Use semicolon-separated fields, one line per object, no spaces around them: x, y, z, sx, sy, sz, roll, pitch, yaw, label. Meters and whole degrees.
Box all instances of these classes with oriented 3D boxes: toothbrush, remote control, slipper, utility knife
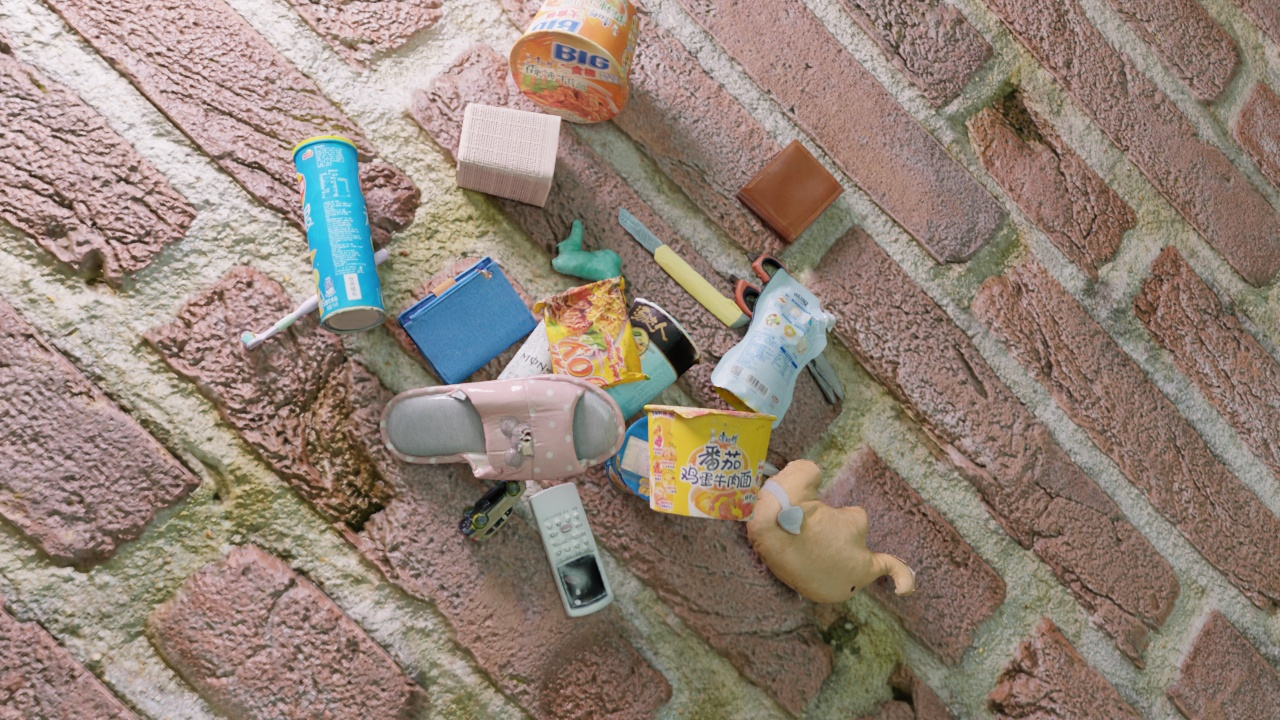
-0.363;-0.072;1.032;0.188;0.029;0.021;-39;132;-22;toothbrush
-0.080;0.217;1.056;0.058;0.021;0.150;-18;84;-19;remote control
-0.153;0.073;0.989;0.274;0.054;0.114;0;100;8;slipper
0.052;-0.115;1.165;0.219;0.022;0.031;42;89;-11;utility knife

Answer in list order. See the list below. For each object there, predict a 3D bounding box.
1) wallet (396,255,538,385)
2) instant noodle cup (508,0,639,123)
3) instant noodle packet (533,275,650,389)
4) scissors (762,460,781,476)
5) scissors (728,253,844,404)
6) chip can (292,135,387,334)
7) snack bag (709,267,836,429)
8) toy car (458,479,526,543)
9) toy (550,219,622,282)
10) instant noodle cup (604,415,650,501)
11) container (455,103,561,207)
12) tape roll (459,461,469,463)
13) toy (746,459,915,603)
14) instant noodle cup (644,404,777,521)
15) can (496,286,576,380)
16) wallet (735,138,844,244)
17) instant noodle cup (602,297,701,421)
-0.200;-0.045;1.066;0.132;0.040;0.106;-39;100;-20;wallet
-0.072;-0.383;1.123;0.151;0.152;0.111;23;65;-11;instant noodle cup
-0.056;-0.021;1.023;0.111;0.044;0.128;-15;78;7;instant noodle packet
0.099;0.096;1.137;0.179;0.019;0.170;-1;80;-18;scissors
0.191;-0.034;1.194;0.192;0.015;0.206;8;76;-17;scissors
-0.333;-0.139;1.013;0.071;0.071;0.210;-9;75;-19;chip can
0.171;-0.016;1.156;0.110;0.039;0.190;34;68;-3;snack bag
-0.163;0.164;1.031;0.090;0.042;0.035;-47;116;-15;toy car
-0.065;-0.125;1.128;0.092;0.030;0.096;11;70;-17;toy
0.007;0.117;1.056;0.099;0.110;0.099;3;78;-17;instant noodle cup
-0.160;-0.246;1.094;0.111;0.090;0.089;9;76;-12;container
-0.199;0.075;1.053;0.085;0.014;0.085;3;78;-16;tape roll
0.228;0.229;1.116;0.226;0.082;0.143;42;79;-7;toy
0.067;0.105;0.953;0.138;0.138;0.109;7;86;-16;instant noodle cup
-0.104;-0.015;1.077;0.058;0.058;0.146;38;71;-6;can
0.201;-0.226;1.230;0.101;0.032;0.124;45;70;0;wallet
-0.006;0.006;1.082;0.111;0.111;0.120;45;77;-4;instant noodle cup
